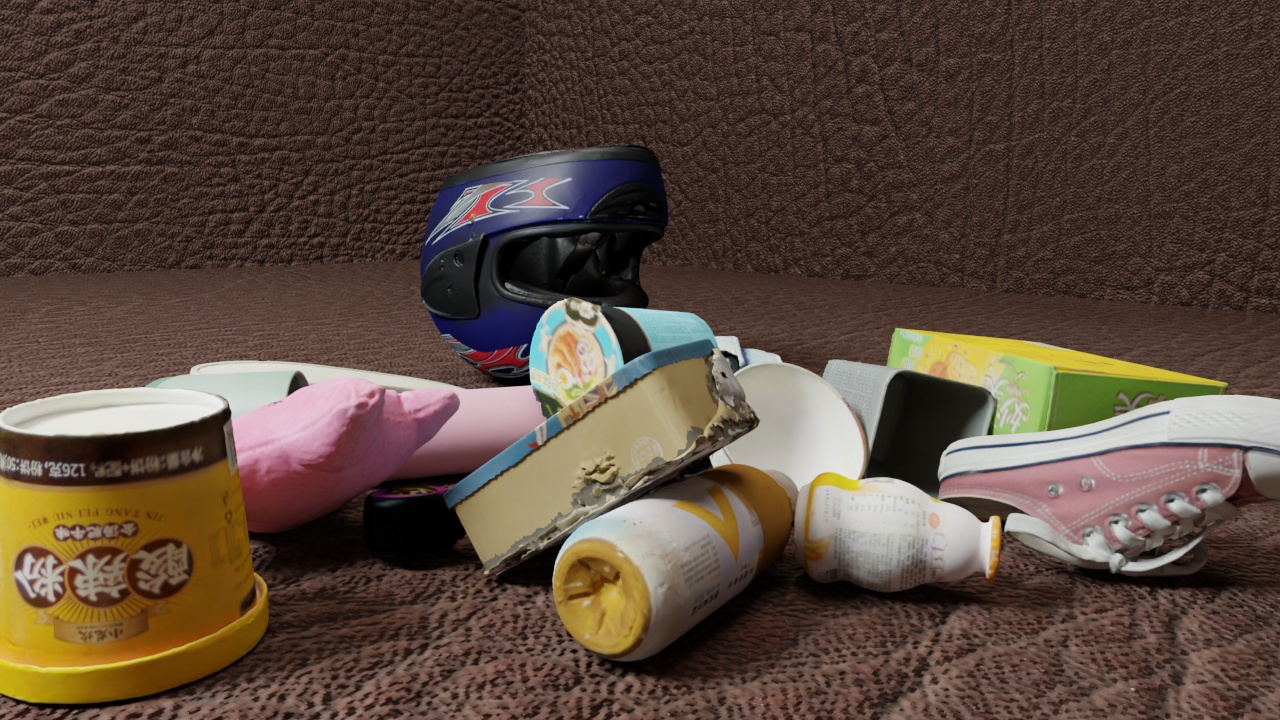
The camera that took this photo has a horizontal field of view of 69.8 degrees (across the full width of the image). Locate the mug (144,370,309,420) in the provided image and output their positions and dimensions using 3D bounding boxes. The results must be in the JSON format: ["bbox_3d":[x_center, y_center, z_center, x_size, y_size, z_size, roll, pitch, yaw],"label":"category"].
[{"bbox_3d":[-0.294,0.050,0.639,0.106,0.082,0.112,-2,0,-7],"label":"mug"}]

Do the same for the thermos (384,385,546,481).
[{"bbox_3d":[-0.120,0.044,0.717,0.198,0.087,0.067,-4,-8,-24],"label":"thermos"}]

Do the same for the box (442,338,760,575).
[{"bbox_3d":[-0.028,0.058,0.511,0.185,0.060,0.089,-33,-11,29],"label":"box"}]

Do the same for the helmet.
[{"bbox_3d":[-0.102,-0.093,1.029,0.316,0.240,0.246,-5,2,45],"label":"helmet"}]

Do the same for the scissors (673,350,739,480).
[{"bbox_3d":[0.008,0.053,0.647,0.181,0.159,0.014,26,8,-46],"label":"scissors"}]

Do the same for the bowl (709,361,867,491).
[{"bbox_3d":[0.095,0.064,0.648,0.113,0.113,0.062,-3,-32,-24],"label":"bowl"}]

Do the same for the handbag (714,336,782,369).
[{"bbox_3d":[0.075,0.022,0.904,0.134,0.075,0.193,2,9,2],"label":"handbag"}]

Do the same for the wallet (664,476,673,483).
[{"bbox_3d":[0.035,0.050,0.747,0.120,0.019,0.097,-35,23,-15],"label":"wallet"}]

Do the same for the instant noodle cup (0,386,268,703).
[{"bbox_3d":[-0.237,0.077,0.423,0.118,0.114,0.118,2,10,-1],"label":"instant noodle cup"}]

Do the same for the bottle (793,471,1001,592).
[{"bbox_3d":[0.142,0.098,0.511,0.108,0.063,0.063,5,10,18],"label":"bottle"}]

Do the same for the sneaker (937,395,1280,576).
[{"bbox_3d":[0.287,0.084,0.545,0.118,0.087,0.242,32,-30,-32],"label":"sneaker"}]

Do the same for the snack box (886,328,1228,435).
[{"bbox_3d":[0.317,0.026,0.735,0.157,0.070,0.210,5,8,-16],"label":"snack box"}]

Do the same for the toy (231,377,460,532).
[{"bbox_3d":[-0.204,0.056,0.541,0.195,0.074,0.178,-31,-13,33],"label":"toy"}]

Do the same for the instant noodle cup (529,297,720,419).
[{"bbox_3d":[-0.004,0.004,0.701,0.120,0.111,0.111,-7,13,-41],"label":"instant noodle cup"}]

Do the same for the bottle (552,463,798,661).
[{"bbox_3d":[0.031,0.096,0.489,0.068,0.068,0.189,8,11,32],"label":"bottle"}]

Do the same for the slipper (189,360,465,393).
[{"bbox_3d":[-0.256,0.040,0.802,0.114,0.054,0.273,15,5,40],"label":"slipper"}]

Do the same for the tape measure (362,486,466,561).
[{"bbox_3d":[-0.135,0.097,0.545,0.057,0.039,0.057,1,-2,-44],"label":"tape measure"}]

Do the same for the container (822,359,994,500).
[{"bbox_3d":[0.191,0.049,0.703,0.090,0.090,0.114,13,4,-16],"label":"container"}]
